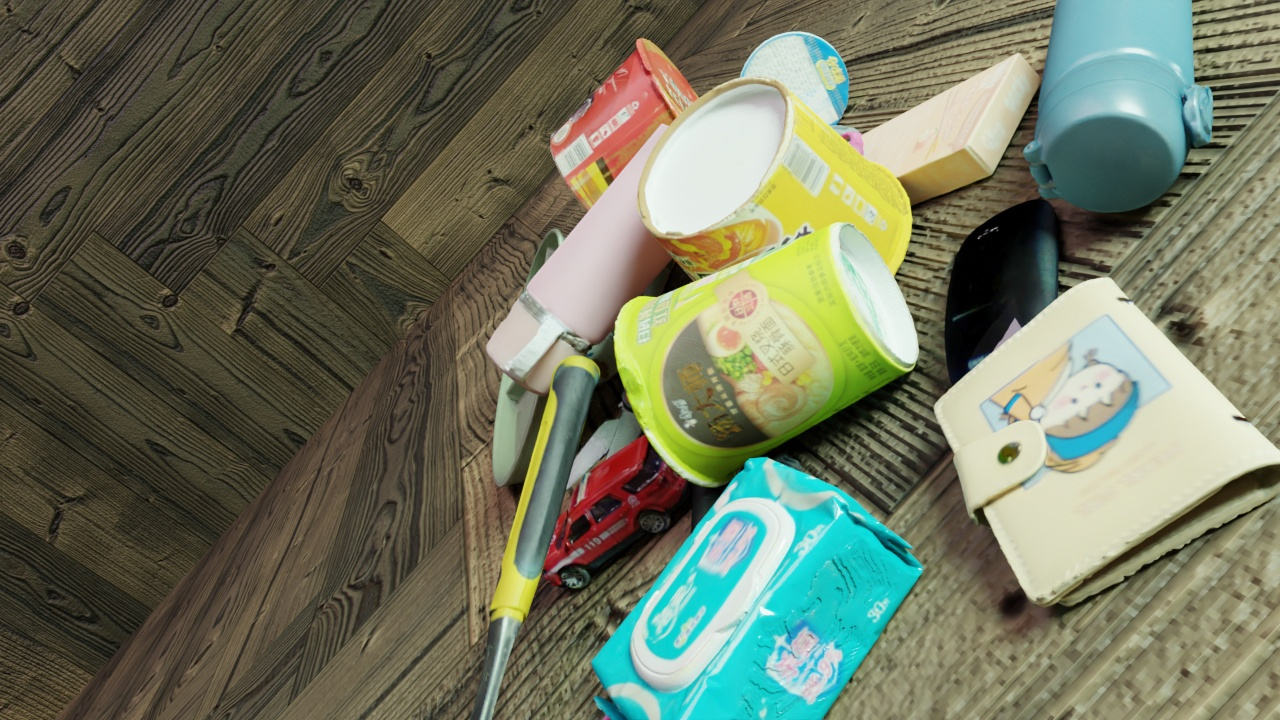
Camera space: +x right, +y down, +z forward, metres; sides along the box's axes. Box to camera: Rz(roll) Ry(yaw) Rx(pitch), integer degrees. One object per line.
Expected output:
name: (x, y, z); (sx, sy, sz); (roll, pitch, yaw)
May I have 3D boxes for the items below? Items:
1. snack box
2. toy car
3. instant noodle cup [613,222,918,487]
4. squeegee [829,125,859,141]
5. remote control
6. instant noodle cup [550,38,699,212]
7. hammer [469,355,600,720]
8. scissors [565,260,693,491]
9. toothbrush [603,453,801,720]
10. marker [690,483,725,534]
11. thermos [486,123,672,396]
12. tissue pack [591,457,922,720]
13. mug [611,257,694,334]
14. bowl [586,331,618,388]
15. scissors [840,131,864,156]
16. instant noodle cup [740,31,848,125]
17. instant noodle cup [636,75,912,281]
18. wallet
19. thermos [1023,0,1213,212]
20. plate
snack box: (0.175, -0.133, 0.597); (0.084, 0.026, 0.158); (-56, 18, -22)
toy car: (-0.020, 0.090, 0.555); (0.121, 0.045, 0.052); (-43, 16, 24)
instant noodle cup: (0.068, -0.009, 0.467); (0.124, 0.111, 0.111); (-29, 24, 31)
squeegee: (0.079, -0.160, 0.818); (0.250, 0.040, 0.246); (-21, 11, 38)
remote control: (0.163, -0.035, 0.418); (0.053, 0.024, 0.136); (-32, 23, 41)
instant noodle cup: (0.000, -0.173, 0.745); (0.109, 0.138, 0.137); (-33, 21, 20)
hammer: (-0.065, 0.124, 0.501); (0.126, 0.032, 0.322); (-42, 26, 43)
scissors: (0.018, 0.011, 0.621); (0.190, 0.021, 0.229); (-6, 65, 25)
toothbrush: (0.023, 0.121, 0.435); (0.189, 0.014, 0.018); (-53, 27, -17)
marker: (0.038, 0.063, 0.516); (0.131, 0.020, 0.022); (-81, 14, -59)
thermos: (-0.025, -0.065, 0.623); (0.198, 0.067, 0.087); (-49, 5, 4)
tissue pack: (0.039, 0.106, 0.364); (0.133, 0.050, 0.093); (-52, 18, -11)
mug: (0.021, -0.054, 0.730); (0.106, 0.082, 0.112); (-49, -15, -1)
bowl: (-0.036, -0.035, 0.840); (0.114, 0.062, 0.113); (-42, 17, 16)
scissors: (0.107, -0.110, 0.644); (0.134, 0.017, 0.056); (-36, 37, 48)
instant noodle cup: (0.134, -0.251, 0.860); (0.099, 0.099, 0.109); (-45, 10, 11)
instant noodle cup: (0.072, -0.090, 0.541); (0.138, 0.109, 0.137); (-26, 48, 32)
wallet: (0.149, 0.026, 0.316); (0.087, 0.024, 0.115); (-38, 26, 21)
thermos: (0.233, -0.153, 0.444); (0.070, 0.070, 0.219); (-30, 25, 46)
plate: (-0.091, -0.001, 0.802); (0.230, 0.027, 0.230); (-169, 91, -75)
